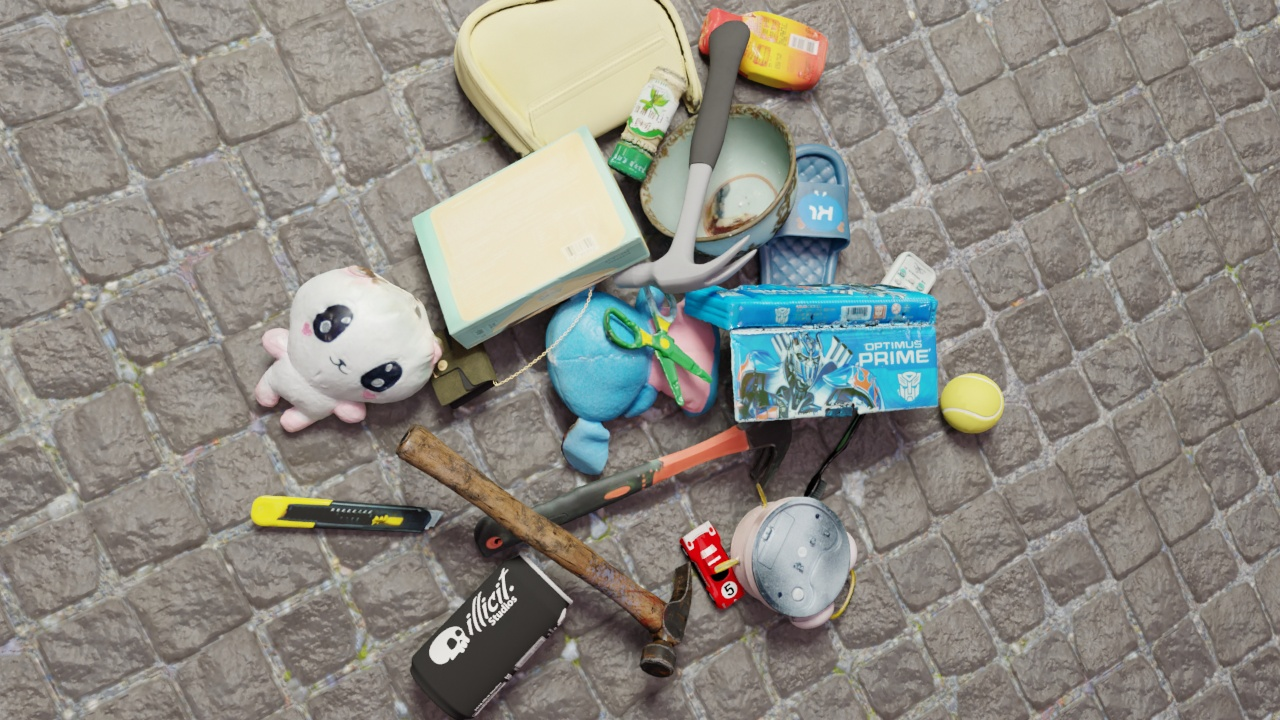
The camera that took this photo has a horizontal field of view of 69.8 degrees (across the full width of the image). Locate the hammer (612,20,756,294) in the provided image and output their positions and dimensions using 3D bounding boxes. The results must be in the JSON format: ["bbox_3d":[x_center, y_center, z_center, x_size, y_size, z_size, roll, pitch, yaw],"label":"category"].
[{"bbox_3d":[0.066,-0.203,0.882,0.125,0.029,0.310,3,66,24],"label":"hammer"}]

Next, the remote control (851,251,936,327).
[{"bbox_3d":[0.274,-0.056,1.010,0.050,0.022,0.133,37,79,-8],"label":"remote control"}]

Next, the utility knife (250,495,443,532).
[{"bbox_3d":[-0.275,0.146,0.868,0.174,0.020,0.028,5,86,-14],"label":"utility knife"}]

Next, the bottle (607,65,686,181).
[{"bbox_3d":[0.008,-0.233,0.906,0.042,0.042,0.110,25,97,-10],"label":"bottle"}]

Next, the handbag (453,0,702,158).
[{"bbox_3d":[-0.062,-0.297,0.927,0.232,0.088,0.191,-29,108,-14],"label":"handbag"}]

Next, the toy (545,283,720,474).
[{"bbox_3d":[-0.005,0.005,0.910,0.191,0.099,0.224,1,93,-24],"label":"toy"}]

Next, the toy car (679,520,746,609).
[{"bbox_3d":[0.076,0.210,0.941,0.038,0.025,0.089,-31,93,-14],"label":"toy car"}]

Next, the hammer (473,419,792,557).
[{"bbox_3d":[-0.005,0.117,0.906,0.333,0.033,0.133,-20,126,-7],"label":"hammer"}]

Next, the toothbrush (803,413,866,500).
[{"bbox_3d":[0.230,0.077,0.995,0.017,0.014,0.187,39,78,-21],"label":"toothbrush"}]

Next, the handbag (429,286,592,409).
[{"bbox_3d":[-0.124,-0.027,0.863,0.178,0.027,0.084,-30,69,13],"label":"handbag"}]

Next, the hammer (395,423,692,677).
[{"bbox_3d":[-0.080,0.159,0.847,0.330,0.033,0.119,40,41,-19],"label":"hammer"}]

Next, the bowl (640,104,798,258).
[{"bbox_3d":[0.091,-0.165,0.928,0.160,0.094,0.159,-11,62,22],"label":"bowl"}]

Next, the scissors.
[{"bbox_3d":[0.025,-0.021,0.869,0.131,0.012,0.112,36,61,-15],"label":"scissors"}]

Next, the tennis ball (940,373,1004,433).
[{"bbox_3d":[0.361,0.047,1.001,0.065,0.065,0.065,1,85,-13],"label":"tennis ball"}]

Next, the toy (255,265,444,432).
[{"bbox_3d":[-0.276,-0.005,0.847,0.180,0.101,0.139,-39,108,6],"label":"toy"}]

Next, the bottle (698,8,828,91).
[{"bbox_3d":[0.130,-0.337,0.985,0.134,0.048,0.071,13,82,-12],"label":"bottle"}]

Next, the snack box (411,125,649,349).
[{"bbox_3d":[-0.106,-0.117,0.856,0.194,0.044,0.141,-27,63,6],"label":"snack box"}]

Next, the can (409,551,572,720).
[{"bbox_3d":[-0.139,0.257,0.859,0.080,0.080,0.146,46,77,-6],"label":"can"}]

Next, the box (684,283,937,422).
[{"bbox_3d":[0.172,-0.013,0.901,0.243,0.114,0.114,-3,105,-25],"label":"box"}]

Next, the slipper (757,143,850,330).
[{"bbox_3d":[0.173,-0.128,0.975,0.103,0.059,0.213,8,86,-11],"label":"slipper"}]

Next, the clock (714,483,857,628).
[{"bbox_3d":[0.163,0.206,0.935,0.158,0.059,0.116,34,73,-19],"label":"clock"}]
